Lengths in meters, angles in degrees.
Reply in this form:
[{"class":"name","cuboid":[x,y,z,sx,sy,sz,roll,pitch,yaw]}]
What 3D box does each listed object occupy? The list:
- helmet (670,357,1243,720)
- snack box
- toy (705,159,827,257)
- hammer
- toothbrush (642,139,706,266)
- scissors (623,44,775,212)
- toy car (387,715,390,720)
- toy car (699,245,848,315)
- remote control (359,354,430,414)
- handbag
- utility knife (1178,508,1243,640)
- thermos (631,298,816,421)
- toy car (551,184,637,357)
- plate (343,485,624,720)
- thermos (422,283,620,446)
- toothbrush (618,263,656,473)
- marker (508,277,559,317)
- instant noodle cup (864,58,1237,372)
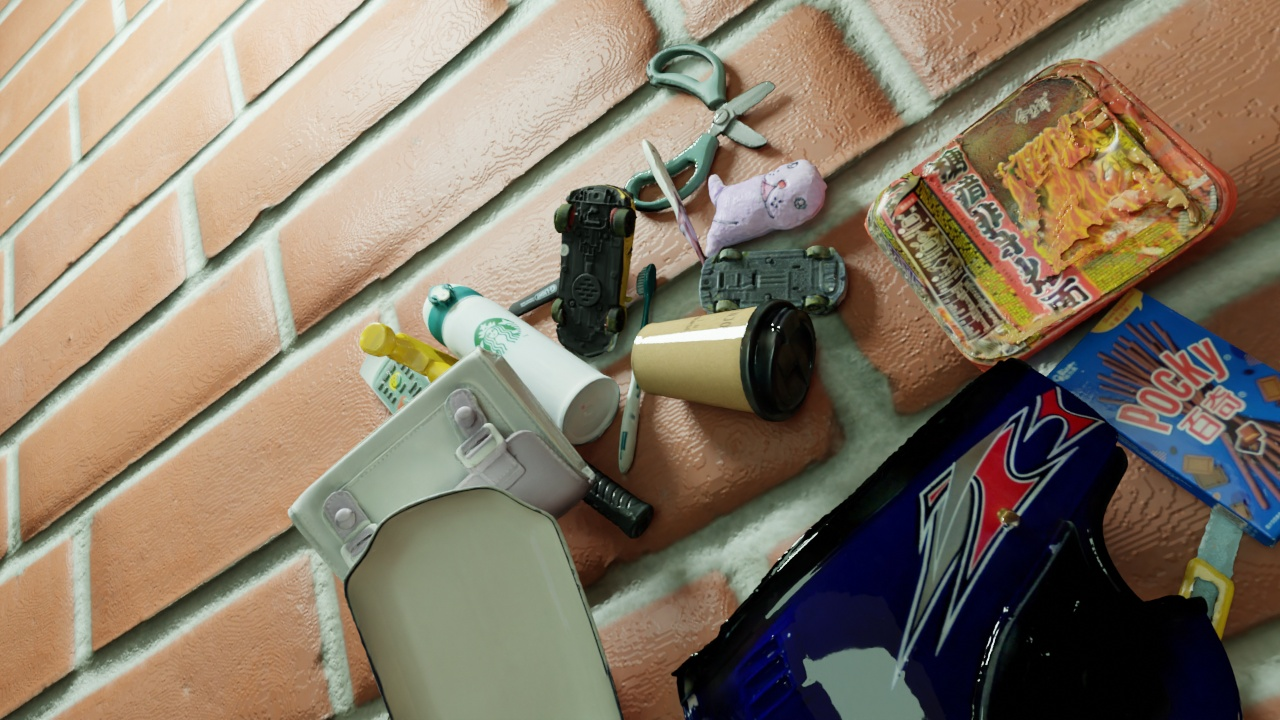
[{"class":"helmet","cuboid":[0.187,0.173,0.497,0.314,0.248,0.240,-38,73,-21]},{"class":"snack box","cuboid":[0.342,0.030,0.565,0.084,0.026,0.157,-47,56,2]},{"class":"toy","cuboid":[0.104,-0.133,0.767,0.108,0.039,0.083,-15,60,29]},{"class":"hammer","cuboid":[-0.112,0.059,0.807,0.301,0.128,0.033,33,91,24]},{"class":"toothbrush","cuboid":[0.036,-0.119,0.807,0.017,0.016,0.187,-35,66,30]},{"class":"scissors","cuboid":[0.039,-0.226,0.852,0.170,0.019,0.178,-34,58,20]},{"class":"toy car","cuboid":[-0.177,0.300,0.740,0.070,0.042,0.158,35,107,33]},{"class":"toy car","cuboid":[0.106,-0.061,0.742,0.121,0.037,0.054,-2,69,19]},{"class":"remote control","cuboid":[-0.241,0.028,0.941,0.135,0.019,0.056,41,98,35]},{"class":"handbag","cuboid":[-0.151,0.105,0.719,0.197,0.098,0.145,-41,86,2]},{"class":"utility knife","cuboid":[0.322,0.168,0.542,0.033,0.015,0.203,17,82,33]},{"class":"thermos","cuboid":[0.066,-0.001,0.721,0.143,0.093,0.093,2,75,40]},{"class":"toy car","cuboid":[-0.042,-0.081,0.826,0.071,0.041,0.156,8,99,21]},{"class":"plate","cuboid":[-0.110,0.216,0.676,0.162,0.034,0.266,-18,102,-2]},{"class":"thermos","cuboid":[-0.119,-0.006,0.842,0.224,0.073,0.073,32,92,35]},{"class":"toothbrush","cuboid":[-0.005,0.005,0.804,0.018,0.016,0.191,-5,71,41]},{"class":"marker","cuboid":[-0.077,-0.071,0.874,0.124,0.015,0.018,-25,64,23]},{"class":"instant noodle cup","cuboid":[0.271,-0.094,0.624,0.189,0.079,0.164,-38,58,18]}]
